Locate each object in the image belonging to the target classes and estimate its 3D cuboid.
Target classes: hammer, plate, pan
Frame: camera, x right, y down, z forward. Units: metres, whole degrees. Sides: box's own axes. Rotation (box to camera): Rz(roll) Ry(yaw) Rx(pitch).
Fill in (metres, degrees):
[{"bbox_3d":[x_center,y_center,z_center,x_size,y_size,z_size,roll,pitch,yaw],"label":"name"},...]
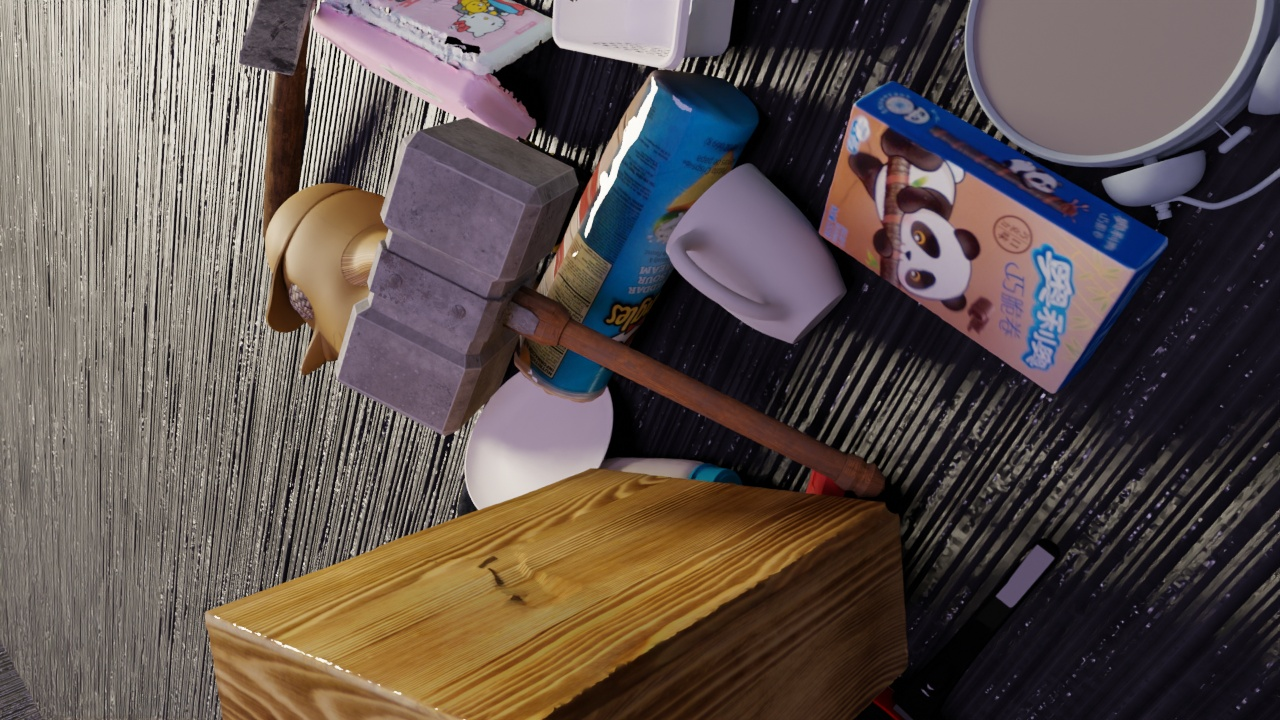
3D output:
[{"bbox_3d":[-0.311,-0.192,0.792,0.301,0.037,0.217,116,155,-43],"label":"hammer"},{"bbox_3d":[-0.004,0.003,0.533,0.318,0.082,0.163,26,115,3],"label":"hammer"},{"bbox_3d":[-0.075,0.060,0.684,0.135,0.011,0.134,-17,55,26],"label":"plate"},{"bbox_3d":[0.144,0.230,0.549,0.209,0.067,0.357,41,119,26],"label":"pan"}]

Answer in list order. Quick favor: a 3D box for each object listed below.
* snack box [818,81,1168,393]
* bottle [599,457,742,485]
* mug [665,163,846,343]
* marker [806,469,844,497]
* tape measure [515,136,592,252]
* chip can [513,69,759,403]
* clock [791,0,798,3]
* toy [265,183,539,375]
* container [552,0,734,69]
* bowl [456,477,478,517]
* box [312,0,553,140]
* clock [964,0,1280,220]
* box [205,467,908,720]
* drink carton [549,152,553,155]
[{"bbox_3d":[0.161,-0.061,0.448,0.151,0.034,0.087,41,151,26],"label":"snack box"},{"bbox_3d":[0.025,0.092,0.624,0.146,0.051,0.051,-4,100,42],"label":"bottle"},{"bbox_3d":[0.061,-0.051,0.512,0.089,0.107,0.071,46,126,11],"label":"mug"},{"bbox_3d":[0.105,0.123,0.583,0.023,0.021,0.145,46,132,51],"label":"marker"},{"bbox_3d":[-0.071,-0.108,0.628,0.072,0.071,0.042,-57,22,17],"label":"tape measure"},{"bbox_3d":[-0.011,-0.077,0.592,0.080,0.079,0.230,47,128,21],"label":"chip can"},{"bbox_3d":[0.086,-0.258,0.476,0.095,0.035,0.122,-25,86,43],"label":"clock"},{"bbox_3d":[-0.205,-0.054,0.704,0.203,0.162,0.199,35,158,15],"label":"toy"},{"bbox_3d":[0.004,-0.218,0.537,0.129,0.049,0.081,31,122,46],"label":"container"},{"bbox_3d":[-0.079,0.112,0.706,0.115,0.061,0.114,-18,53,25],"label":"bowl"},{"bbox_3d":[-0.148,-0.243,0.672,0.202,0.088,0.095,33,94,30],"label":"box"},{"bbox_3d":[0.213,-0.136,0.394,0.159,0.045,0.123,55,132,17],"label":"clock"},{"bbox_3d":[-0.038,0.195,0.482,0.258,0.278,0.215,4,103,41],"label":"box"},{"bbox_3d":[-0.124,-0.135,0.696,0.123,0.041,0.058,20,115,36],"label":"drink carton"}]
